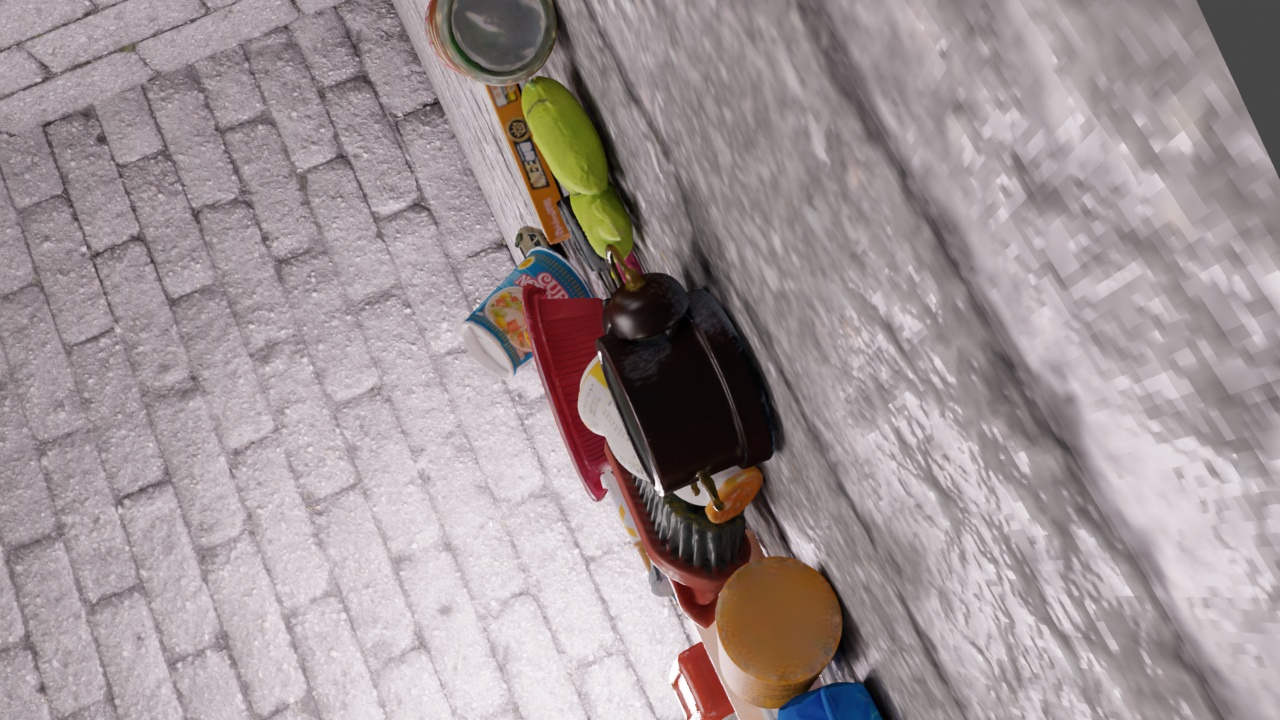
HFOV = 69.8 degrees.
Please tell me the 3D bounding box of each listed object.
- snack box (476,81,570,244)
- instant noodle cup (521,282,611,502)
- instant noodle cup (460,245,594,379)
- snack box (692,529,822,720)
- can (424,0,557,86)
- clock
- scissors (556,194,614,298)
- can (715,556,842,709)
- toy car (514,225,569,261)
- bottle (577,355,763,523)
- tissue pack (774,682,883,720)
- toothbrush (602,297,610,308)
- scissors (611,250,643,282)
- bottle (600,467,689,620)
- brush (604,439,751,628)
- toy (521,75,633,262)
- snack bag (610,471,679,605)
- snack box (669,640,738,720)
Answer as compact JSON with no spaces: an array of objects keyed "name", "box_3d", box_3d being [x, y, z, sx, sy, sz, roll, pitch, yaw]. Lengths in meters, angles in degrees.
[{"name":"snack box","box_3d":[-0.099,-0.179,0.775,0.075,0.026,0.154,-125,12,-62]},{"name":"instant noodle cup","box_3d":[-0.039,0.018,0.774,0.194,0.066,0.194,-16,-94,-89]},{"name":"instant noodle cup","box_3d":[-0.113,-0.040,0.898,0.099,0.109,0.099,34,151,21]},{"name":"snack box","box_3d":[0.072,0.185,0.611,0.085,0.026,0.157,-12,104,58]},{"name":"can","box_3d":[-0.085,-0.180,0.494,0.147,0.058,0.058,-128,15,-66]},{"name":"clock","box_3d":[0.013,0.004,0.404,0.082,0.055,0.122,167,80,-84]},{"name":"scissors","box_3d":[-0.024,-0.056,0.701,0.170,0.014,0.159,59,175,35]},{"name":"can","box_3d":[0.069,0.147,0.480,0.146,0.058,0.058,78,166,-64]},{"name":"toy car","box_3d":[-0.103,-0.118,0.982,0.035,0.042,0.090,-61,37,23]},{"name":"bottle","box_3d":[0.016,0.038,0.487,0.108,0.063,0.063,44,164,32]},{"name":"tissue pack","box_3d":[0.107,0.216,0.465,0.157,0.052,0.095,78,168,-65]},{"name":"toothbrush","box_3d":[-0.004,0.004,0.685,0.189,0.014,0.017,68,180,-58]},{"name":"scissors","box_3d":[-0.020,-0.083,0.547,0.077,0.017,0.137,105,143,-82]},{"name":"bottle","box_3d":[0.020,0.163,0.912,0.068,0.068,0.189,98,146,-79]},{"name":"brush","box_3d":[0.023,0.088,0.537,0.145,0.063,0.069,-118,31,-60]},{"name":"toy","box_3d":[-0.032,-0.104,0.484,0.096,0.031,0.100,59,176,44]},{"name":"snack bag","box_3d":[0.028,0.157,0.776,0.191,0.039,0.110,47,-152,-64]},{"name":"snack box","box_3d":[0.072,0.271,0.779,0.091,0.080,0.082,99,147,-57]}]
